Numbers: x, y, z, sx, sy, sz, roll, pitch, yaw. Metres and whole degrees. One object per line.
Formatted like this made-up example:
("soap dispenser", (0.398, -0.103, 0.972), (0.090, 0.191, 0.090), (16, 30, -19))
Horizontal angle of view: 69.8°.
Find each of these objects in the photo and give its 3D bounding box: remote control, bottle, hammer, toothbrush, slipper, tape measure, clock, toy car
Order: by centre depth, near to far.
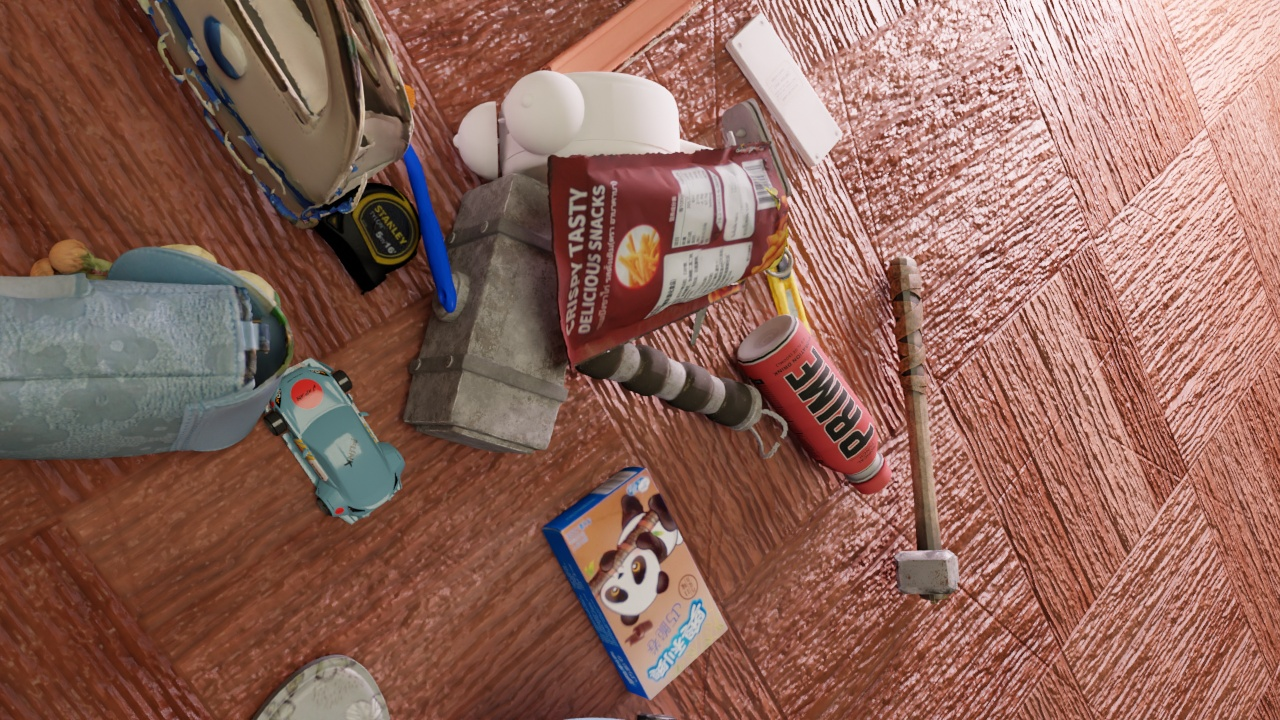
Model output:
("slipper", (-0.222, 0.309, 0.532), (0.098, 0.055, 0.268), (37, 69, -27))
("toy car", (-0.193, 0.051, 0.584), (0.060, 0.028, 0.108), (-37, 106, -29))
("toothbrush", (-0.142, -0.111, 0.601), (0.018, 0.016, 0.182), (0, 63, -40))
("tape measure", (-0.176, -0.085, 0.603), (0.061, 0.034, 0.062), (-41, 117, -24))
("clock", (-0.038, -0.160, 0.642), (0.160, 0.126, 0.073), (1, 84, -39))
("hammer", (-0.004, 0.004, 0.686), (0.326, 0.080, 0.176), (21, 75, -35))
("bottle", (0.156, 0.044, 0.787), (0.176, 0.062, 0.062), (50, 63, -19))
("remote control", (0.130, -0.241, 0.824), (0.136, 0.011, 0.050), (50, 63, -19))
("hammer", (0.256, 0.060, 0.848), (0.121, 0.049, 0.318), (21, 65, -64))

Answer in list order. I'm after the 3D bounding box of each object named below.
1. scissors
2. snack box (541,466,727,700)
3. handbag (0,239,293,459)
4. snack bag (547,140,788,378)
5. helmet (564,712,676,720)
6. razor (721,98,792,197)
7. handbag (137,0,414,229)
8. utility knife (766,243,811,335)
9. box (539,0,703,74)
("scissors", (0.064, -0.097, 0.744), (0.141, 0.014, 0.175), (-2, 103, -23))
("snack box", (-0.002, 0.166, 0.692), (0.087, 0.034, 0.151), (-33, 103, -30))
("handbag", (-0.288, -0.008, 0.484), (0.191, 0.122, 0.118), (1, 69, -31))
("snack bag", (0.021, -0.078, 0.614), (0.207, 0.067, 0.139), (-24, 128, -45))
("helmet", (-0.029, 0.332, 0.582), (0.265, 0.167, 0.225), (12, 82, -29))
("razor", (0.060, -0.154, 0.758), (0.116, 0.047, 0.088), (-29, 101, -23))
("handbag", (-0.203, -0.176, 0.498), (0.092, 0.200, 0.200), (-38, 103, -25))
("utility knife", (0.130, -0.056, 0.808), (0.030, 0.017, 0.151), (-20, 100, -23))
("box", (-0.016, -0.248, 0.711), (0.186, 0.056, 0.059), (-47, 142, -25))
